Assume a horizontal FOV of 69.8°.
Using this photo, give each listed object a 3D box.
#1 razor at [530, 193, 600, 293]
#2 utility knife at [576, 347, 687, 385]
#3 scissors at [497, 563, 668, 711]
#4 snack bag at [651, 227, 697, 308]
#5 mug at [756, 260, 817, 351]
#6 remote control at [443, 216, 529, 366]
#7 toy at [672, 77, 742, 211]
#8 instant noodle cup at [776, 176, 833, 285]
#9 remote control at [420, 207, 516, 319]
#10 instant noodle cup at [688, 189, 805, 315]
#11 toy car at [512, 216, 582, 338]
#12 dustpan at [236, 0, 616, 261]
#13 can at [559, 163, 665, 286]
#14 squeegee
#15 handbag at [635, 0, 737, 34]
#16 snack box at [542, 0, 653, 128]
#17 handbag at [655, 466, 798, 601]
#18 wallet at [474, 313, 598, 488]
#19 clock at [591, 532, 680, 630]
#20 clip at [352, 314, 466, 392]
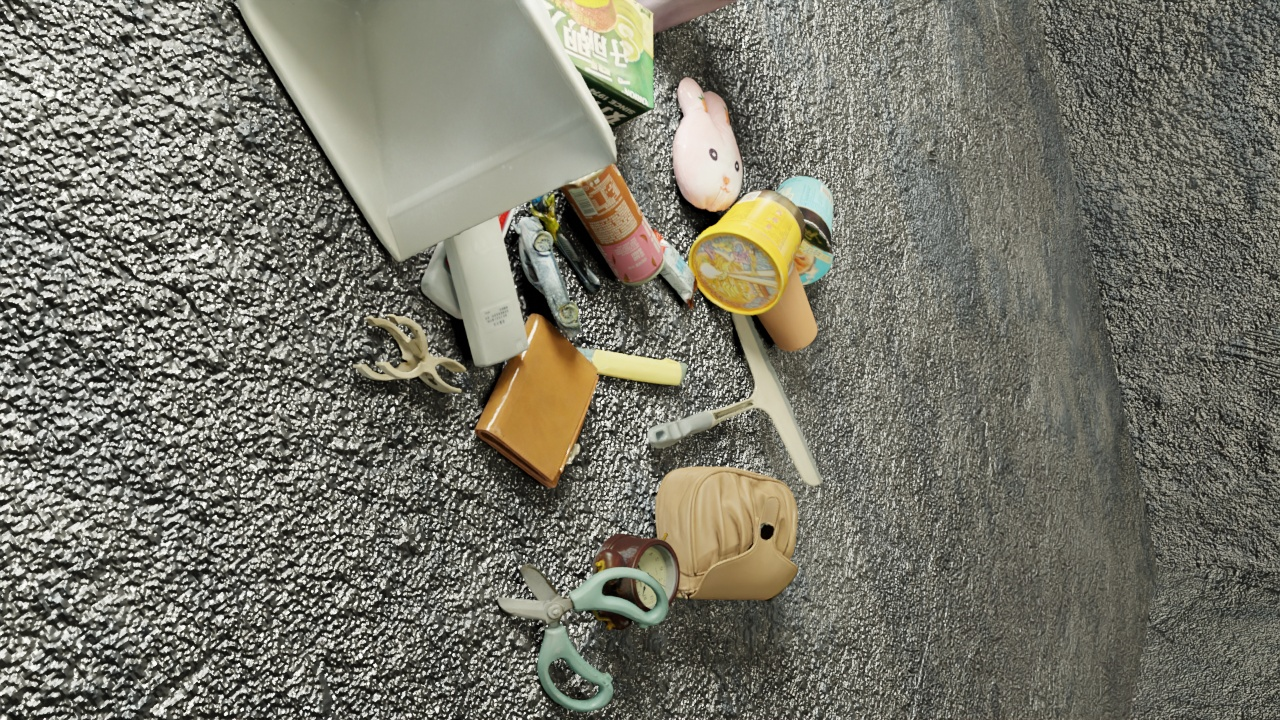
[{"bbox_3d":[-0.076,-0.121,0.905,0.143,0.022,0.042,60,38,-36],"label":"razor"},{"bbox_3d":[-0.006,0.006,0.979,0.175,0.019,0.031,12,72,-51],"label":"utility knife"},{"bbox_3d":[-0.044,0.236,0.854,0.176,0.019,0.174,-33,109,-14],"label":"scissors"},{"bbox_3d":[0.037,-0.104,1.039,0.105,0.026,0.045,44,44,-40],"label":"snack bag"},{"bbox_3d":[0.180,-0.073,1.179,0.123,0.078,0.078,56,46,-37],"label":"mug"},{"bbox_3d":[-0.135,-0.065,0.793,0.056,0.019,0.135,-27,109,-47],"label":"remote control"},{"bbox_3d":[0.078,-0.255,1.091,0.121,0.054,0.159,6,76,-52],"label":"toy"},{"bbox_3d":[0.204,-0.177,1.205,0.111,0.111,0.120,55,38,-31],"label":"instant noodle cup"},{"bbox_3d":[-0.150,-0.104,0.812,0.056,0.020,0.135,42,54,-41],"label":"remote control"},{"bbox_3d":[0.133,-0.134,1.087,0.118,0.119,0.114,59,45,-27],"label":"instant noodle cup"},{"bbox_3d":[-0.086,-0.077,0.860,0.054,0.037,0.120,-123,-170,-80],"label":"toy car"},{"bbox_3d":[-0.175,-0.228,0.648,0.142,0.223,0.257,-9,82,-63],"label":"dustpan"},{"bbox_3d":[-0.028,-0.144,0.924,0.147,0.058,0.057,56,46,-42],"label":"can"},{"bbox_3d":[0.084,0.067,1.067,0.245,0.039,0.246,-16,80,-45],"label":"squeegee"},{"bbox_3d":[0.067,-0.448,0.985,0.098,0.197,0.145,-6,90,-51],"label":"handbag"},{"bbox_3d":[-0.087,-0.319,0.866,0.239,0.063,0.114,16,68,-45],"label":"snack box"},{"bbox_3d":[0.105,0.195,1.026,0.204,0.100,0.147,16,74,-46],"label":"handbag"},{"bbox_3d":[-0.090,0.038,0.858,0.108,0.031,0.131,44,53,-34],"label":"wallet"},{"bbox_3d":[-0.011,0.219,0.914,0.121,0.055,0.082,-15,97,-49],"label":"clock"},{"bbox_3d":[-0.183,-0.013,0.748,0.103,0.035,0.089,-2,88,-56],"label":"clip"}]
